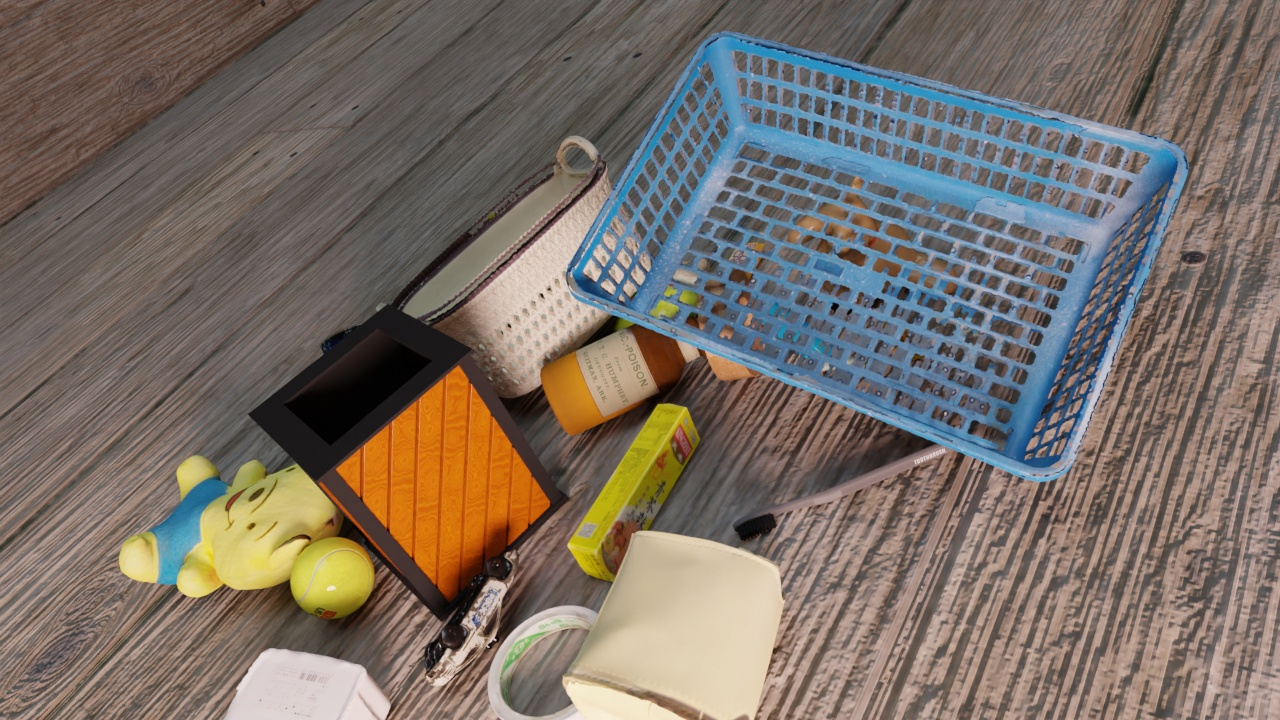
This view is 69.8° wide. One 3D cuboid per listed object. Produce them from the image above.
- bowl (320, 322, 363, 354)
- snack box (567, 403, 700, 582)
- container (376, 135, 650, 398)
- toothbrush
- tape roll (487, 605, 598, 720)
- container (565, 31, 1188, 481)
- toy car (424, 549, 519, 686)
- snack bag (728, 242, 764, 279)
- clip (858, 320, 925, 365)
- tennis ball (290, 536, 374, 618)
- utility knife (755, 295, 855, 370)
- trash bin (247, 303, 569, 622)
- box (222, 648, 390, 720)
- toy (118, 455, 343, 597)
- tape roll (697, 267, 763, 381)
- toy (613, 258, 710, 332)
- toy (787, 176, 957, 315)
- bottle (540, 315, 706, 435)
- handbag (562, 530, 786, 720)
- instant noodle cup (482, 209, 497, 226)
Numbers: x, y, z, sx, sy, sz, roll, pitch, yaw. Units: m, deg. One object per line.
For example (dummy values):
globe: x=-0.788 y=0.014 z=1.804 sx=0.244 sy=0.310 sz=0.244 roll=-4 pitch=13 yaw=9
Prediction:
bowl: x=-0.274 y=-0.003 z=0.973 sx=0.114 sy=0.060 sz=0.114 roll=-19 pitch=-7 yaw=-2
snack box: x=-0.002 y=0.100 z=0.712 sx=0.029 sy=0.040 sz=0.147 roll=6 pitch=48 yaw=36
container: x=-0.112 y=-0.081 z=0.883 sx=0.251 sy=0.143 sz=0.185 roll=-45 pitch=26 yaw=-15
toothbrush: x=0.145 y=0.091 z=0.656 sx=0.167 sy=0.013 sz=0.013 roll=-24 pitch=45 yaw=4
tape roll: x=-0.059 y=0.212 z=0.630 sx=0.094 sy=0.018 sz=0.093 roll=-16 pitch=38 yaw=13
container: x=0.160 y=-0.080 z=0.671 sx=0.362 sy=0.089 sz=0.256 roll=23 pitch=74 yaw=22
toy car: x=-0.119 y=0.189 z=0.675 sx=0.049 sy=0.040 sz=0.112 roll=-49 pitch=7 yaw=46
snack bag: x=0.093 y=-0.083 z=0.892 sx=0.026 sy=0.020 sz=0.099 roll=5 pitch=47 yaw=33
clip: x=0.205 y=-0.019 z=0.743 sx=0.054 sy=0.047 sz=0.046 roll=-9 pitch=65 yaw=24
tennis ball: x=-0.251 y=0.177 z=0.749 sx=0.065 sy=0.065 sz=0.065 roll=-17 pitch=38 yaw=13
utility knife: x=0.132 y=-0.030 z=0.809 sx=0.031 sy=0.015 sz=0.174 roll=-29 pitch=35 yaw=-7
trash bin: x=-0.182 y=0.078 z=0.736 sx=0.139 sy=0.172 sz=0.140 roll=-43 pitch=40 yaw=-21
box: x=-0.231 y=0.275 z=0.647 sx=0.102 sy=0.095 sz=0.107 roll=3 pitch=50 yaw=18
toy: x=-0.355 y=0.151 z=0.832 sx=0.214 sy=0.084 sz=0.148 roll=-8 pitch=38 yaw=20
tape roll: x=0.077 y=-0.031 z=0.776 sx=0.027 sy=0.094 sz=0.093 roll=-9 pitch=40 yaw=22
toy: x=0.027 y=-0.061 z=0.883 sx=0.092 sy=0.043 sz=0.117 roll=-5 pitch=36 yaw=47
toy: x=0.187 y=-0.095 z=0.784 sx=0.106 sy=0.108 sz=0.134 roll=-55 pitch=40 yaw=0
bottle: x=-0.005 y=0.005 z=0.805 sx=0.157 sy=0.068 sz=0.067 roll=-25 pitch=37 yaw=3
handbag: x=0.025 y=0.179 z=0.573 sx=0.111 sy=0.081 sz=0.119 roll=5 pitch=45 yaw=25
instant noodle cup: x=-0.156 y=-0.090 z=0.999 sx=0.100 sy=0.100 sz=0.112 roll=15 pitch=61 yaw=42
